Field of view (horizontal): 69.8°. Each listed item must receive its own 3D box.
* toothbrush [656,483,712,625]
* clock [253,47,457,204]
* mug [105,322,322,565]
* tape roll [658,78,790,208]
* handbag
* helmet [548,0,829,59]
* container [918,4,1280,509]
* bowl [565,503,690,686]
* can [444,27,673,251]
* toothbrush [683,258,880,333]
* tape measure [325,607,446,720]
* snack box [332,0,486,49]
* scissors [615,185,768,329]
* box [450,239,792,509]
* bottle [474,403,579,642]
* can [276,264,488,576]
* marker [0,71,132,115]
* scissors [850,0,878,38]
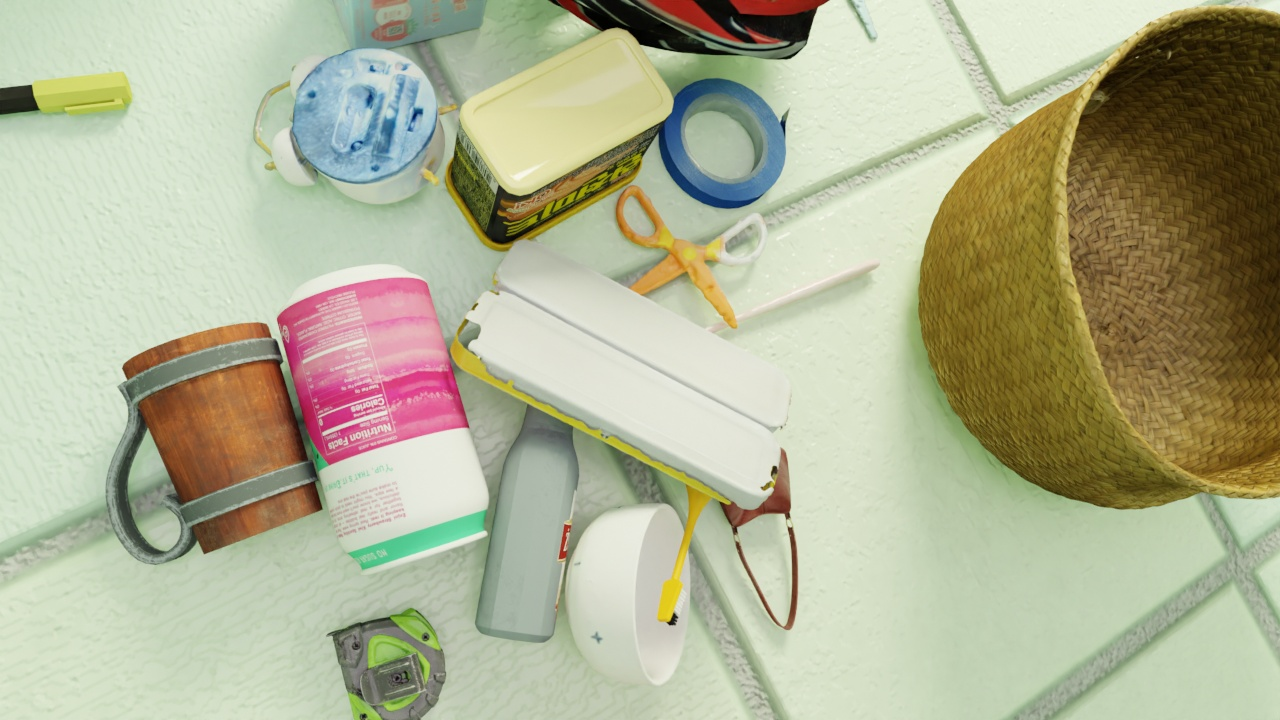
[{"bbox_3d":[0.040,0.074,0.576,0.031,0.031,0.196,51,43,-33],"label":"toothbrush"},{"bbox_3d":[-0.182,-0.147,0.575,0.125,0.052,0.088,10,77,3],"label":"clock"},{"bbox_3d":[-0.247,0.051,0.517,0.117,0.081,0.111,-21,89,0],"label":"mug"},{"bbox_3d":[0.059,-0.157,0.662,0.093,0.016,0.091,16,76,-11],"label":"tape roll"},{"bbox_3d":[0.084,0.121,0.614,0.055,0.029,0.119,-13,88,-14],"label":"handbag"},{"bbox_3d":[0.017,-0.288,0.582,0.271,0.217,0.167,8,122,-26],"label":"helmet"},{"bbox_3d":[0.350,-0.054,0.626,0.306,0.197,0.306,2,81,-14],"label":"container"},{"bbox_3d":[-0.009,0.138,0.550,0.054,0.105,0.104,-2,77,22],"label":"bowl"},{"bbox_3d":[-0.053,-0.139,0.585,0.130,0.101,0.072,-33,89,-18],"label":"can"},{"bbox_3d":[0.095,-0.044,0.651,0.181,0.016,0.018,-21,79,-17],"label":"toothbrush"},{"bbox_3d":[-0.144,0.180,0.534,0.058,0.036,0.065,-19,84,-18],"label":"tape measure"},{"bbox_3d":[-0.153,-0.262,0.588,0.094,0.093,0.079,-20,84,-17],"label":"snack box"},{"bbox_3d":[0.034,-0.075,0.637,0.128,0.011,0.125,-31,82,-16],"label":"scissors"},{"bbox_3d":[-0.003,0.003,0.567,0.209,0.023,0.126,27,44,-4],"label":"box"},{"bbox_3d":[-0.063,0.083,0.555,0.046,0.072,0.161,10,77,-7],"label":"bottle"},{"bbox_3d":[-0.148,0.033,0.534,0.088,0.088,0.166,-16,84,-17],"label":"can"},{"bbox_3d":[-0.374,-0.154,0.549,0.123,0.017,0.021,-12,82,-15],"label":"marker"},{"bbox_3d":[0.157,-0.315,0.724,0.056,0.015,0.137,-24,92,-16],"label":"scissors"}]
